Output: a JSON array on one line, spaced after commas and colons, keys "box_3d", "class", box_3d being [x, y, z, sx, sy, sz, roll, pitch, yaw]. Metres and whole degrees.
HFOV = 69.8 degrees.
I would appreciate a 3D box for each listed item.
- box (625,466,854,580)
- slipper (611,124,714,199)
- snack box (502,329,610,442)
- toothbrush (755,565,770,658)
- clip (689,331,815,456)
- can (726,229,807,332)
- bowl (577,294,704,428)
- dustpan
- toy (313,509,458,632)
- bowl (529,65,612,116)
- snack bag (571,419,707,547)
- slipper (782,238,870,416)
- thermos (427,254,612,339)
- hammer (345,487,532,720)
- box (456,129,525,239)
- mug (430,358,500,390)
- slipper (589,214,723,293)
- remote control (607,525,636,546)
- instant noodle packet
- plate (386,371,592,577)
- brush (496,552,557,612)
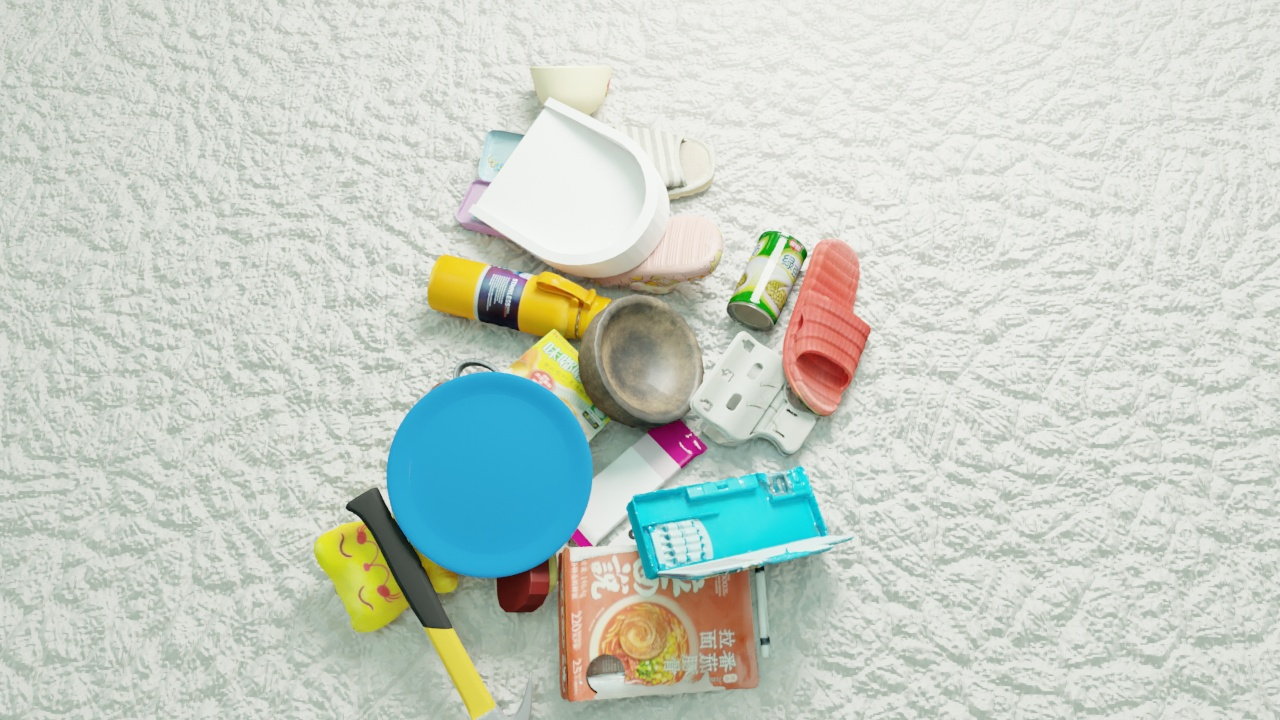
[{"box_3d": [0.115, 0.196, 1.011, 0.226, 0.087, 0.168, -6, 29, -24], "class": "box"}, {"box_3d": [-0.033, -0.274, 1.282, 0.273, 0.054, 0.114, 0, 62, 6], "class": "slipper"}, {"box_3d": [-0.109, 0.053, 1.096, 0.132, 0.027, 0.167, 45, 46, 0], "class": "snack box"}, {"box_3d": [0.142, 0.247, 1.063, 0.017, 0.012, 0.186, -1, 66, -1], "class": "toothbrush"}, {"box_3d": [0.138, 0.056, 1.132, 0.151, 0.105, 0.126, 42, 73, -15], "class": "clip"}, {"box_3d": [0.164, -0.104, 1.185, 0.067, 0.067, 0.120, 23, 70, 13], "class": "can"}, {"box_3d": [-0.007, 0.007, 1.115, 0.162, 0.070, 0.162, 13, 67, -32], "class": "bowl"}, {"box_3d": [-0.086, -0.218, 1.183, 0.258, 0.053, 0.191, 34, 88, 22], "class": "dustpan"}, {"box_3d": [-0.267, 0.214, 1.062, 0.193, 0.087, 0.134, -28, 91, -6], "class": "toy"}, {"box_3d": [-0.098, -0.382, 1.314, 0.118, 0.117, 0.074, 0, 108, 3], "class": "bowl"}, {"box_3d": [-0.012, 0.146, 1.114, 0.196, 0.016, 0.070, -40, 68, -14], "class": "snack bag"}, {"box_3d": [0.241, -0.051, 1.141, 0.103, 0.059, 0.248, 27, 62, -26], "class": "slipper"}, {"box_3d": [-0.155, -0.077, 1.179, 0.233, 0.091, 0.076, 14, 81, 9], "class": "thermos"}, {"box_3d": [-0.225, 0.286, 1.003, 0.127, 0.029, 0.323, -29, 87, -8], "class": "hammer"}, {"box_3d": [-0.138, -0.230, 1.250, 0.214, 0.040, 0.151, 16, 86, 20], "class": "box"}, {"box_3d": [-0.197, 0.058, 1.131, 0.111, 0.081, 0.117, 17, 69, 14], "class": "mug"}, {"box_3d": [0.025, -0.131, 1.205, 0.198, 0.081, 0.093, -2, 62, 29], "class": "slipper"}, {"box_3d": [0.014, 0.203, 1.090, 0.136, 0.013, 0.043, -39, 70, -13], "class": "remote control"}, {"box_3d": [0.019, 0.290, 1.030, 0.220, 0.084, 0.164, 0, 72, -10], "class": "instant noodle packet"}, {"box_3d": [-0.165, 0.125, 1.014, 0.224, 0.024, 0.224, 0, 86, -3], "class": "plate"}, {"box_3d": [-0.132, 0.204, 1.065, 0.041, 0.082, 0.173, 11, 61, -34], "class": "brush"}]
